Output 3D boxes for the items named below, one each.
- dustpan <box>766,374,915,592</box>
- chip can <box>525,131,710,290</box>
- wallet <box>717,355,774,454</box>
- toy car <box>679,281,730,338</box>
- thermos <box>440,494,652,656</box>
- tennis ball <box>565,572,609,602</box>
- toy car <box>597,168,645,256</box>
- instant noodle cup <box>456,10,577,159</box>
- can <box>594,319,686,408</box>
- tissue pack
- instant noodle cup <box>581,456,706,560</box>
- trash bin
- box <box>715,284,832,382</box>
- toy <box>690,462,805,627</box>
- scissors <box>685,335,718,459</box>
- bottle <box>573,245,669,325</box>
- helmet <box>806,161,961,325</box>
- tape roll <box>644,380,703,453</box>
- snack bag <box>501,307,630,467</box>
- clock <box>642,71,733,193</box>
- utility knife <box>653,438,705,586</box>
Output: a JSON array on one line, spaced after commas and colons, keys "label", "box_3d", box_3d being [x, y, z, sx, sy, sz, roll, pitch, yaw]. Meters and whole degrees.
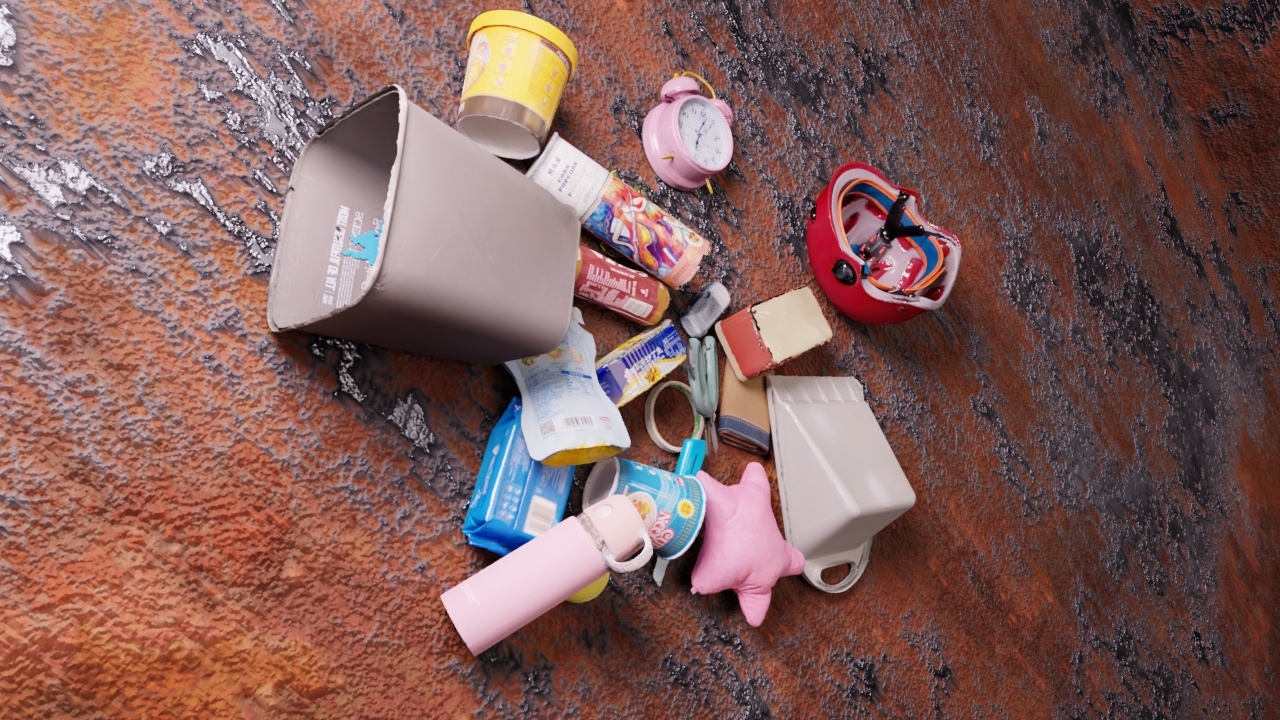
[{"label": "dustpan", "box_3d": [0.249, 0.166, 1.236, 0.222, 0.143, 0.257, 2, 52, -46]}, {"label": "chip can", "box_3d": [-0.026, -0.164, 1.031, 0.214, 0.071, 0.071, 33, 59, -15]}, {"label": "wallet", "box_3d": [0.135, 0.054, 1.170, 0.090, 0.033, 0.115, 25, 63, -36]}, {"label": "toy car", "box_3d": [0.084, -0.065, 1.155, 0.043, 0.034, 0.090, 52, 51, -14]}, {"label": "thermos", "box_3d": [-0.082, 0.204, 0.865, 0.198, 0.087, 0.067, -28, 129, -13]}, {"label": "tennis ball", "box_3d": [-0.064, 0.215, 0.940, 0.065, 0.066, 0.065, 11, 73, -38]}, {"label": "toy car", "box_3d": [-0.026, -0.174, 1.090, 0.048, 0.032, 0.105, 11, 84, -31]}, {"label": "instant noodle cup", "box_3d": [-0.136, -0.286, 0.975, 0.118, 0.119, 0.114, 21, 74, -35]}, {"label": "can", "box_3d": [-0.006, 0.006, 1.036, 0.147, 0.075, 0.049, -35, 99, -40]}, {"label": "tissue pack", "box_3d": [-0.118, 0.123, 0.927, 0.095, 0.052, 0.156, 31, 61, -33]}, {"label": "instant noodle cup", "box_3d": [-0.001, 0.153, 0.997, 0.110, 0.099, 0.099, 25, 64, -25]}, {"label": "trash bin", "box_3d": [-0.190, -0.100, 0.841, 0.219, 0.199, 0.198, 20, 69, -43]}, {"label": "box", "box_3d": [0.181, -0.038, 1.177, 0.167, 0.077, 0.091, -21, 85, -51]}, {"label": "toy", "box_3d": [0.113, 0.212, 1.083, 0.178, 0.075, 0.194, -33, 102, -40]}, {"label": "scissors", "box_3d": [0.074, 0.024, 1.072, 0.179, 0.019, 0.170, 67, 22, -56]}, {"label": "bottle", "box_3d": [-0.048, -0.090, 1.033, 0.174, 0.058, 0.057, 20, 67, -36]}, {"label": "helmet", "box_3d": [0.320, -0.151, 1.305, 0.240, 0.144, 0.206, 44, 53, -6]}, {"label": "tape roll", "box_3d": [0.041, 0.067, 1.099, 0.085, 0.014, 0.085, 11, 73, -38]}, {"label": "snack bag", "box_3d": [-0.086, 0.018, 0.943, 0.110, 0.039, 0.190, -10, 58, -20]}, {"label": "clock", "box_3d": [0.067, -0.298, 1.179, 0.117, 0.060, 0.158, 25, 63, -34]}, {"label": "utility knife", "box_3d": [0.043, 0.173, 1.064, 0.034, 0.018, 0.178, 32, 68, -40]}]
